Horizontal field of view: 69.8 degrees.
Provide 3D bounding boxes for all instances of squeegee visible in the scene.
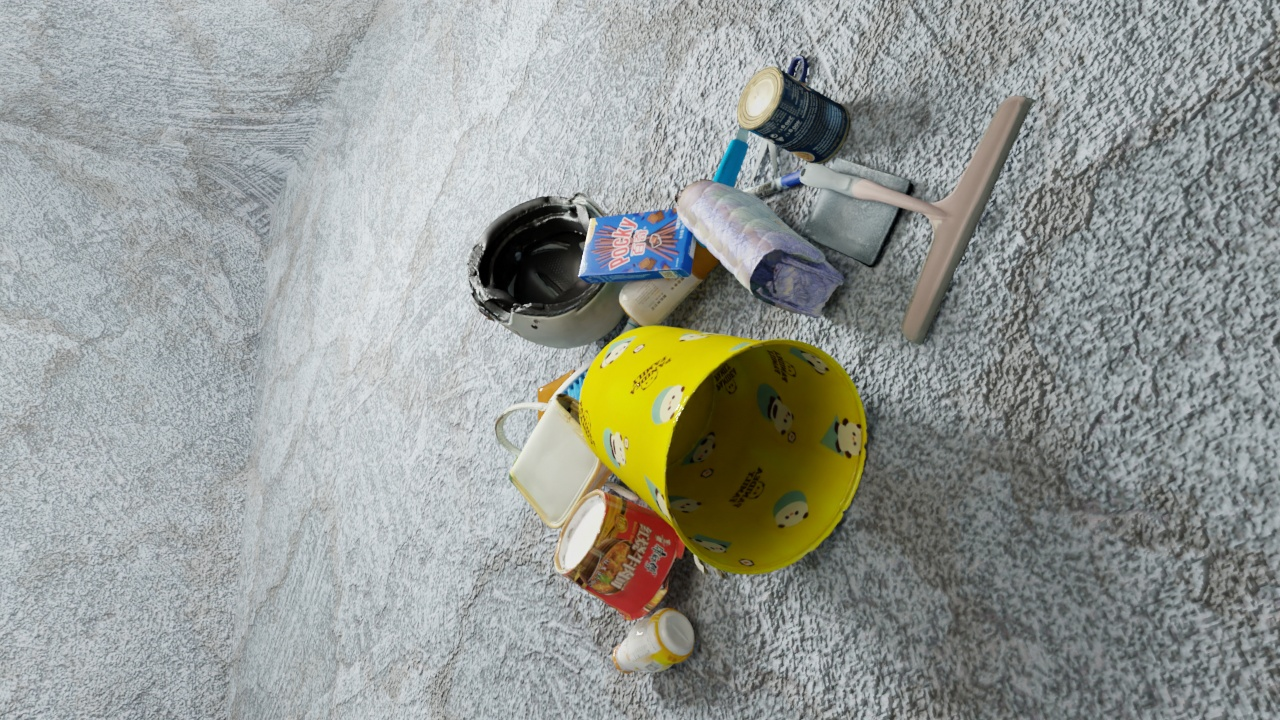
[{"bbox_3d":[0.240,-0.174,0.951,0.250,0.040,0.248,35,108,51],"label":"squeegee"}]

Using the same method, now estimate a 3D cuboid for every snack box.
[{"bbox_3d":[-0.003,-0.144,1.160,0.157,0.026,0.084,-1,71,33],"label":"snack box"}]

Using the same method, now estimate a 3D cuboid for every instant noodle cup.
[{"bbox_3d":[-0.031,0.226,1.100,0.138,0.108,0.137,-48,22,28],"label":"instant noodle cup"}]

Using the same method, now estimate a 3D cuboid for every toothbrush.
[{"bbox_3d":[-0.054,0.169,1.270,0.180,0.016,0.016,15,97,56],"label":"toothbrush"}]

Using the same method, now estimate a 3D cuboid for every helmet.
[{"bbox_3d":[-0.114,-0.113,1.331,0.229,0.157,0.274,-47,41,-12],"label":"helmet"}]

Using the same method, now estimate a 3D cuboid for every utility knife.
[{"bbox_3d":[0.116,-0.251,1.137,0.018,0.034,0.238,8,71,52],"label":"utility knife"}]

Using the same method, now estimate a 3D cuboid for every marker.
[{"bbox_3d":[0.151,-0.211,1.136,0.146,0.017,0.017,-9,69,53],"label":"marker"}]

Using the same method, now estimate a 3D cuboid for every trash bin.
[{"bbox_3d":[0.068,0.071,0.973,0.255,0.229,0.229,23,95,62],"label":"trash bin"}]

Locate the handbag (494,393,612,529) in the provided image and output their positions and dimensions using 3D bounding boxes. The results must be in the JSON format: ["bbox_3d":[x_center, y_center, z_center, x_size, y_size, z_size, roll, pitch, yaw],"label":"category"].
[{"bbox_3d":[-0.121,0.118,1.255,0.179,0.063,0.164,44,123,19],"label":"handbag"}]

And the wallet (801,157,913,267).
[{"bbox_3d":[0.234,-0.163,1.000,0.121,0.019,0.097,39,111,52],"label":"wallet"}]

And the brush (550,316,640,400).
[{"bbox_3d":[-0.024,-0.010,1.265,0.315,0.060,0.109,-42,55,23],"label":"brush"}]

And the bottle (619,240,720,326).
[{"bbox_3d":[0.055,-0.125,1.176,0.190,0.068,0.068,-45,42,14],"label":"bottle"}]

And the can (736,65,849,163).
[{"bbox_3d":[0.173,-0.280,1.048,0.076,0.111,0.075,-27,55,47],"label":"can"}]

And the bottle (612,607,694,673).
[{"bbox_3d":[0.012,0.331,1.067,0.109,0.063,0.063,-40,47,38],"label":"bottle"}]

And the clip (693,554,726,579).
[{"bbox_3d":[0.082,0.202,1.054,0.071,0.034,0.100,-50,33,31],"label":"clip"}]

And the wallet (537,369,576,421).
[{"bbox_3d":[-0.116,0.088,1.379,0.119,0.035,0.130,-32,55,48],"label":"wallet"}]

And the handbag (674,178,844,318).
[{"bbox_3d":[0.132,-0.129,1.026,0.076,0.134,0.194,-61,37,19],"label":"handbag"}]

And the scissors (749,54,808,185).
[{"bbox_3d":[0.164,-0.309,1.162,0.163,0.012,0.164,-57,38,22],"label":"scissors"}]
